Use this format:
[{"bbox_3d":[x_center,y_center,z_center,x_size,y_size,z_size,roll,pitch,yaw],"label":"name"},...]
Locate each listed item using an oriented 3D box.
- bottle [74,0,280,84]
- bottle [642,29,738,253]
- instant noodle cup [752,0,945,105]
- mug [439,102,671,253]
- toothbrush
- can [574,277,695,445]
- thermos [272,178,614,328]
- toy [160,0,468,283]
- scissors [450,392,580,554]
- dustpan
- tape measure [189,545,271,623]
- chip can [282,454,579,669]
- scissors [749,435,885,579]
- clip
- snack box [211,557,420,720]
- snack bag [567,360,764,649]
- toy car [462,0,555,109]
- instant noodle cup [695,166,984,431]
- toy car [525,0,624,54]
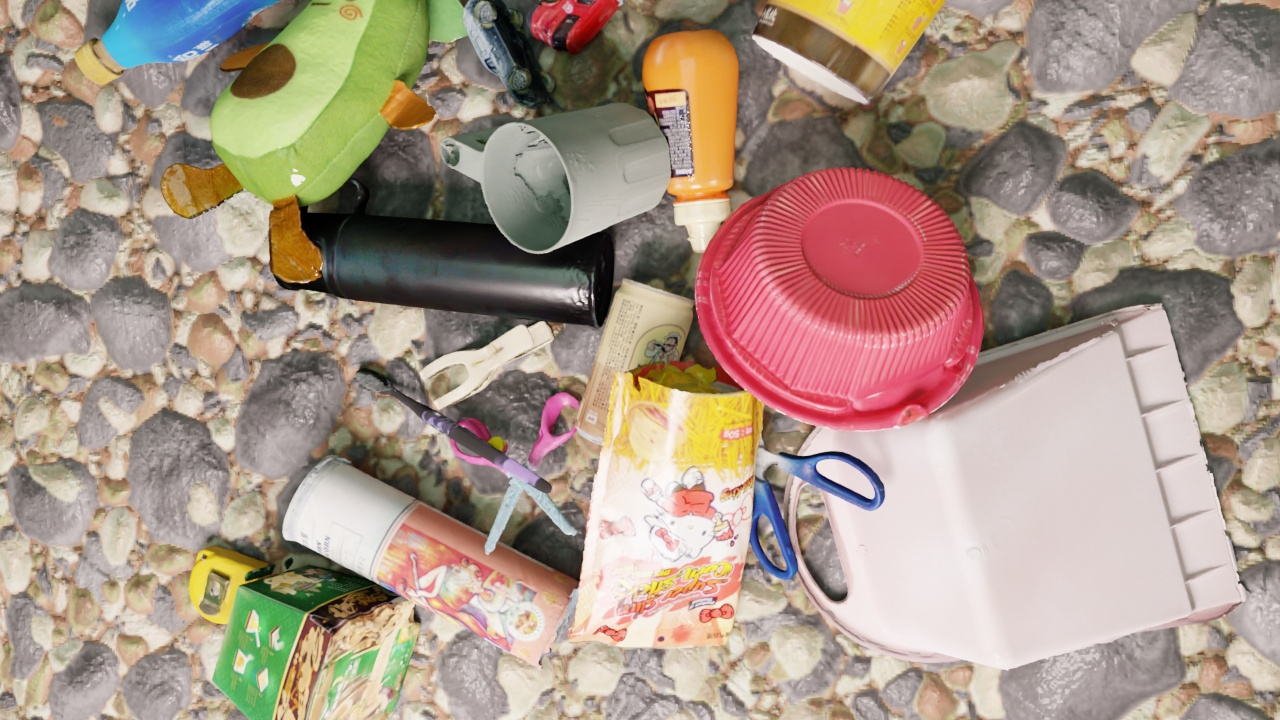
[{"bbox_3d":[-0.326,-0.272,0.687,0.219,0.065,0.065,-26,89,10],"label":"bottle"},{"bbox_3d":[0.039,-0.150,0.643,0.067,0.066,0.149,-4,100,9],"label":"bottle"},{"bbox_3d":[0.141,-0.240,0.597,0.118,0.118,0.114,31,105,6],"label":"instant noodle cup"},{"bbox_3d":[-0.056,-0.134,0.623,0.124,0.103,0.084,31,129,29],"label":"mug"},{"bbox_3d":[-0.143,0.050,0.682,0.189,0.016,0.014,28,90,19],"label":"toothbrush"},{"bbox_3d":[-0.004,0.004,0.656,0.058,0.058,0.116,18,96,7],"label":"can"},{"bbox_3d":[-0.143,-0.081,0.668,0.242,0.068,0.090,7,91,8],"label":"thermos"},{"bbox_3d":[-0.230,-0.185,0.651,0.227,0.090,0.246,25,80,25],"label":"toy"},{"bbox_3d":[-0.084,0.077,0.675,0.133,0.017,0.133,-42,63,-9],"label":"scissors"},{"bbox_3d":[0.250,0.097,0.650,0.273,0.139,0.222,-13,90,-19],"label":"dustpan"},{"bbox_3d":[-0.330,0.180,0.730,0.060,0.029,0.057,18,96,7],"label":"tape measure"},{"bbox_3d":[-0.151,0.148,0.681,0.215,0.071,0.071,25,96,6],"label":"chip can"},{"bbox_3d":[0.092,0.076,0.639,0.163,0.012,0.176,0,107,41],"label":"scissors"},{"bbox_3d":[-0.115,0.001,0.681,0.100,0.070,0.034,-25,89,13],"label":"clip"},{"bbox_3d":[-0.245,0.217,0.686,0.106,0.118,0.117,19,95,19],"label":"snack box"},{"bbox_3d":[0.022,0.105,0.628,0.128,0.073,0.208,2,107,-18],"label":"snack bag"},{"bbox_3d":[-0.097,-0.223,0.667,0.034,0.042,0.090,-30,89,24],"label":"toy car"},{"bbox_3d":[0.132,-0.054,0.584,0.194,0.066,0.193,1,60,-2],"label":"instant noodle cup"},{"bbox_3d":[-0.030,-0.272,0.650,0.045,0.053,0.121,39,100,3],"label":"toy car"}]
